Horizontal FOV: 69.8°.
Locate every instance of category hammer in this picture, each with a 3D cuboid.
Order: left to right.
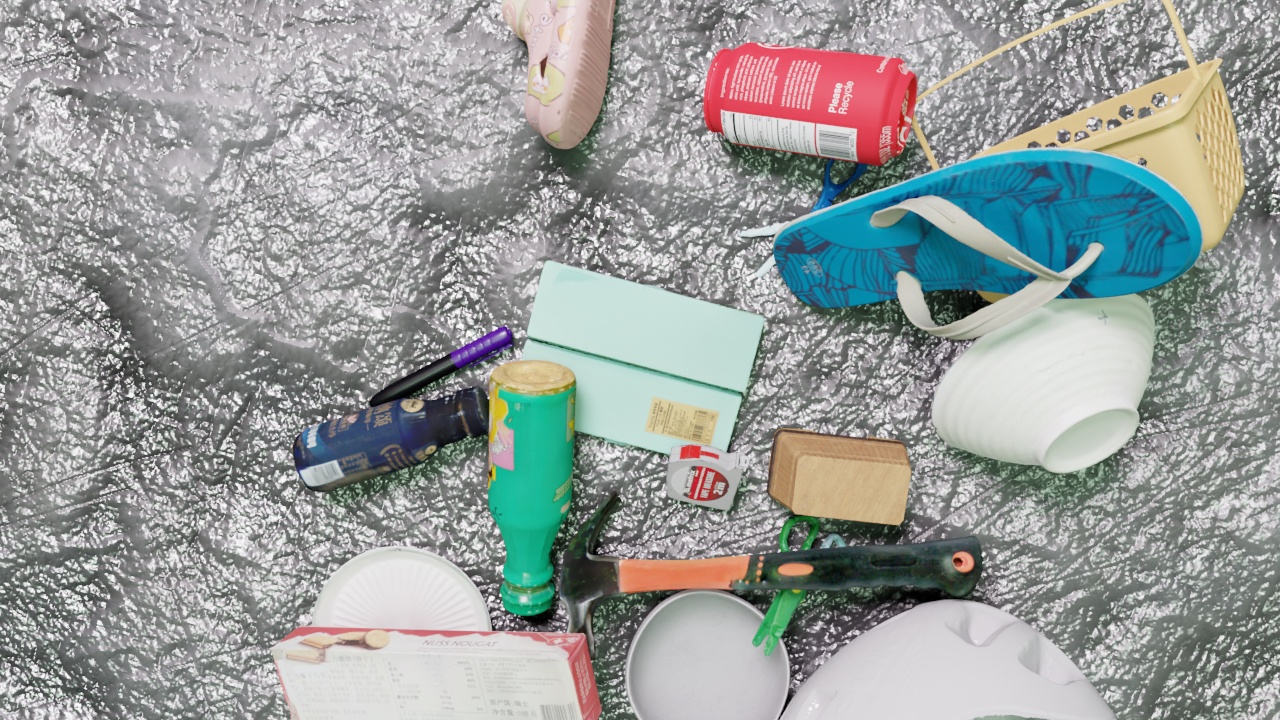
[{"bbox_3d":[0.101,0.168,0.731,0.333,0.033,0.133,-3,67,7],"label":"hammer"}]

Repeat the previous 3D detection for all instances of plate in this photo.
[{"bbox_3d":[-0.206,0.235,0.798,0.157,0.014,0.157,0,99,1],"label":"plate"}]

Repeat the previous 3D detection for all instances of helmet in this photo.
[{"bbox_3d":[0.209,0.311,0.706,0.282,0.184,0.224,-44,132,-7],"label":"helmet"}]

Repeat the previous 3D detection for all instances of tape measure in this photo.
[{"bbox_3d":[0.052,0.094,0.754,0.062,0.020,0.060,11,137,1],"label":"tape measure"}]

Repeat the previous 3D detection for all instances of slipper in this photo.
[{"bbox_3d":[-0.064,-0.260,0.680,0.081,0.093,0.197,11,99,10],"label":"slipper"},{"bbox_3d":[0.211,-0.073,0.629,0.296,0.060,0.118,-4,123,43],"label":"slipper"}]

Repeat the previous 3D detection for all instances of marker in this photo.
[{"bbox_3d":[-0.165,0.008,0.759,0.134,0.015,0.018,-27,107,5],"label":"marker"}]

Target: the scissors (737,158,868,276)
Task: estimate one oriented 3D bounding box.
[{"bbox_3d":[0.137,-0.121,0.738,0.133,0.015,0.104,-8,103,6],"label":"scissors"}]

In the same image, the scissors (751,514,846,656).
[{"bbox_3d":[0.131,0.190,0.755,0.070,0.014,0.130,32,63,-8],"label":"scissors"}]

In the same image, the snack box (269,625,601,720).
[{"bbox_3d":[-0.167,0.255,0.736,0.273,0.044,0.077,-6,105,20],"label":"snack box"}]

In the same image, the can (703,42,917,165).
[{"bbox_3d":[0.124,-0.189,0.673,0.143,0.074,0.074,15,100,22],"label":"can"}]

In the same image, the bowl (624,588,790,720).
[{"bbox_3d":[0.055,0.259,0.766,0.132,0.064,0.131,0,77,2],"label":"bowl"}]

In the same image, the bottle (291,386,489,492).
[{"bbox_3d":[-0.200,0.062,0.748,0.161,0.056,0.056,-17,99,3],"label":"bottle"}]

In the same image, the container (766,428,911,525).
[{"bbox_3d":[0.165,0.096,0.746,0.114,0.061,0.063,6,99,0],"label":"container"}]

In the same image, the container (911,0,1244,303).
[{"bbox_3d":[0.295,-0.146,0.634,0.128,0.184,0.167,-40,105,-39],"label":"container"}]

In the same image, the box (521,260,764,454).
[{"bbox_3d":[-0.004,0.004,0.753,0.186,0.033,0.136,13,94,-1],"label":"box"}]

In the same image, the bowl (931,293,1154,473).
[{"bbox_3d":[0.315,0.034,0.681,0.177,0.070,0.178,-10,138,-10],"label":"bowl"}]

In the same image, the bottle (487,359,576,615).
[{"bbox_3d":[-0.089,0.107,0.743,0.068,0.068,0.210,4,109,0],"label":"bottle"}]
